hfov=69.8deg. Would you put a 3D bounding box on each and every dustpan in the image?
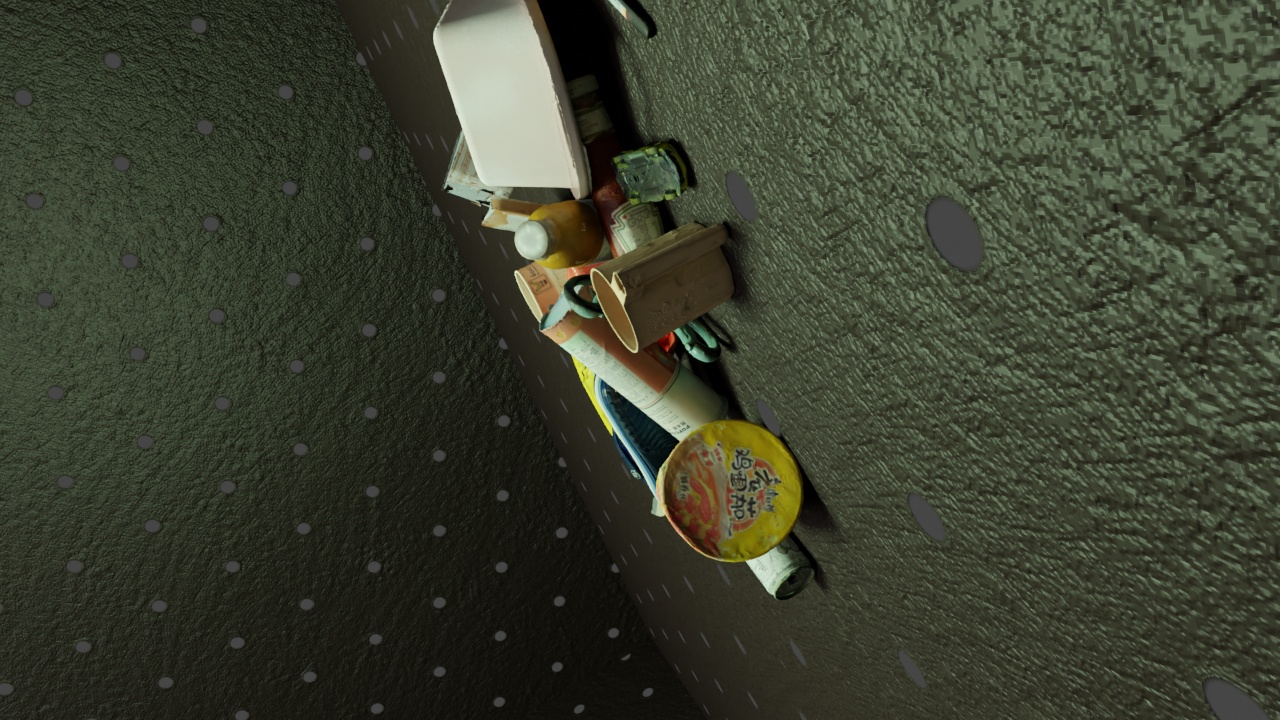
[{"bbox_3d":[-0.094,-0.281,0.901,0.223,0.139,0.272,75,-159,-44],"label":"dustpan"}]

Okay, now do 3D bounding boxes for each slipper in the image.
[{"bbox_3d":[0.019,0.083,1.105,0.095,0.105,0.253,23,148,50],"label":"slipper"}]

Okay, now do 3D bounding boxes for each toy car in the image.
[{"bbox_3d":[0.011,-0.167,0.812,0.105,0.032,0.048,11,129,61],"label":"toy car"}]

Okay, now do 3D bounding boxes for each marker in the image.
[{"bbox_3d":[-0.025,-0.294,0.719,0.124,0.015,0.018,54,168,22],"label":"marker"}]

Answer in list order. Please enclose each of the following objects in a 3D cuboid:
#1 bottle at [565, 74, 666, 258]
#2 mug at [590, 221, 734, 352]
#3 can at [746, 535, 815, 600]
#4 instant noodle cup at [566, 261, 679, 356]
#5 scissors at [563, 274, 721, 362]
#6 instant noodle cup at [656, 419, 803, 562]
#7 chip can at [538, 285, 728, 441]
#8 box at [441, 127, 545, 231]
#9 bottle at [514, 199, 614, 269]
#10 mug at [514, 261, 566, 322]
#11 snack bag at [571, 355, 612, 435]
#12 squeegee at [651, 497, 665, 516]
[{"bbox_3d":[-0.024,-0.171,0.887,0.206,0.059,0.060,68,167,-15],"label":"bottle"},{"bbox_3d":[0.022,-0.073,0.804,0.084,0.103,0.125,59,168,11],"label":"mug"},{"bbox_3d":[0.137,0.204,1.063,0.146,0.058,0.058,52,165,40],"label":"can"},{"bbox_3d":[-0.030,-0.072,1.087,0.188,0.079,0.165,60,168,15],"label":"instant noodle cup"},{"bbox_3d":[-0.006,-0.052,0.912,0.170,0.178,0.019,46,121,31],"label":"scissors"},{"bbox_3d":[0.091,0.135,0.943,0.138,0.138,0.110,59,176,10],"label":"instant noodle cup"},{"bbox_3d":[-0.006,0.006,0.975,0.214,0.071,0.071,39,177,-21],"label":"chip can"},{"bbox_3d":[-0.141,-0.240,1.170,0.183,0.193,0.157,-162,89,-74],"label":"box"},{"bbox_3d":[-0.066,-0.128,0.929,0.068,0.068,0.189,61,-156,1],"label":"bottle"},{"bbox_3d":[-0.098,-0.097,1.248,0.114,0.105,0.082,55,167,28],"label":"mug"},{"bbox_3d":[-0.031,0.052,1.333,0.246,0.068,0.158,63,-179,-18],"label":"snack bag"},{"bbox_3d":[0.109,0.185,1.189,0.246,0.039,0.247,43,142,39],"label":"squeegee"}]
